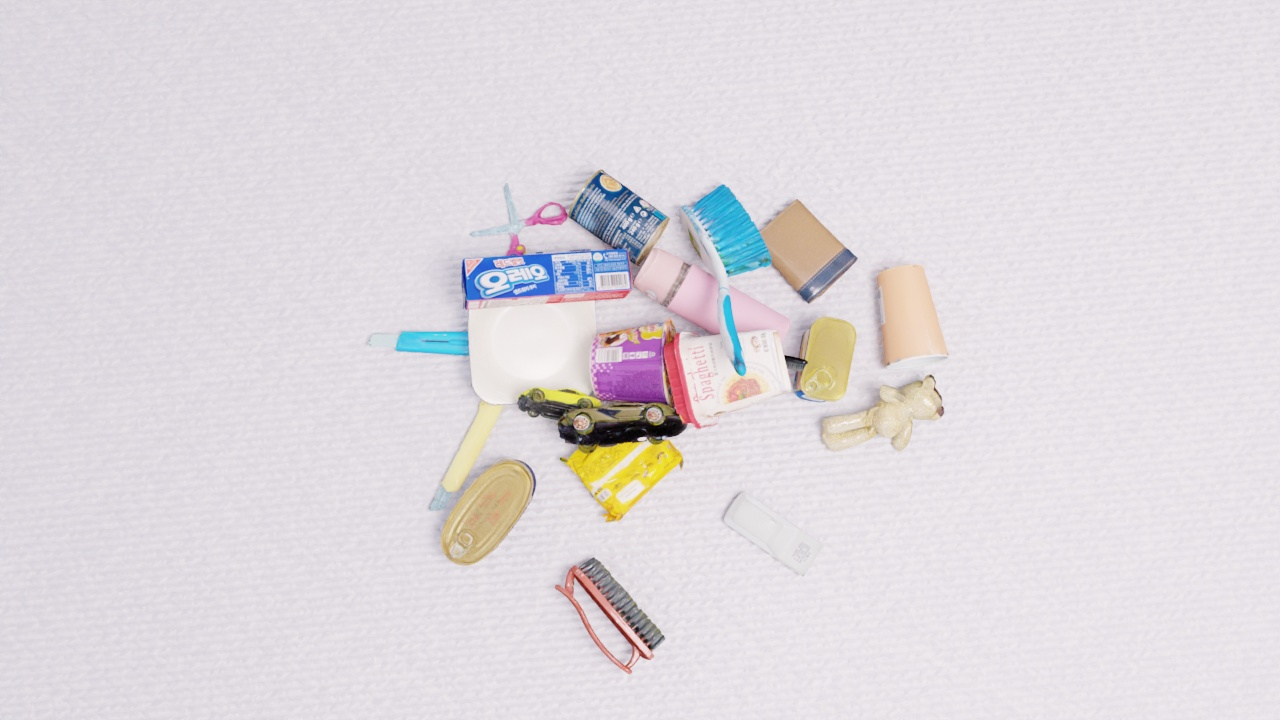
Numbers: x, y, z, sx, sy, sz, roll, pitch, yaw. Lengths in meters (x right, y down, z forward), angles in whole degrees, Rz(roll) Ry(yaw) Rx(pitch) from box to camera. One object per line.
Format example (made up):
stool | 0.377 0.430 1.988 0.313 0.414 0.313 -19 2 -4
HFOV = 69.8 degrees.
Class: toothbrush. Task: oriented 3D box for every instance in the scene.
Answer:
toothbrush | 0.120 -0.007 1.149 0.189 0.014 0.017 9 103 30

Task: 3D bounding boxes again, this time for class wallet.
wallet | 0.212 -0.142 1.191 0.090 0.033 0.115 -43 85 -6

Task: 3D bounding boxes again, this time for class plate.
plate | -0.137 -0.026 1.172 0.164 0.034 0.163 -2 86 -11

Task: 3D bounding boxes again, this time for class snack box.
snack box | -0.117 -0.100 1.134 0.207 0.058 0.057 -5 84 -13

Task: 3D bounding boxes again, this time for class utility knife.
utility knife | -0.221 0.114 1.178 0.031 0.019 0.183 27 80 7
utility knife | -0.264 -0.023 1.191 0.182 0.018 0.034 1 87 1

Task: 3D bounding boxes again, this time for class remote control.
remote control | 0.167 0.218 1.163 0.125 0.024 0.049 34 86 3

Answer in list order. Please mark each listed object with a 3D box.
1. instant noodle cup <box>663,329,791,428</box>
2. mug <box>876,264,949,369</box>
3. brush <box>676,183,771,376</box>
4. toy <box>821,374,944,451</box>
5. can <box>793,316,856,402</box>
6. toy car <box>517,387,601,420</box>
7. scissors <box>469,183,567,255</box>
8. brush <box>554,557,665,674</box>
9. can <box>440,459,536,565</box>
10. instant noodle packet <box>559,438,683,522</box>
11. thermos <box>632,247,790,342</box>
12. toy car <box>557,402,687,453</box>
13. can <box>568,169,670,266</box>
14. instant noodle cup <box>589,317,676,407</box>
instant noodle cup | 0.106 0.014 1.091 0.124 0.116 0.116 -14 85 20
mug | 0.339 -0.055 1.163 0.078 0.078 0.122 -8 79 0
brush | 0.109 -0.102 1.091 0.109 0.061 0.314 -20 45 -5
toy | 0.304 0.070 1.161 0.157 0.066 0.105 -21 117 3
can | 0.229 0.002 1.151 0.057 0.083 0.102 11 85 2
toy car | -0.099 0.053 1.136 0.105 0.048 0.032 10 58 -10
scissors | -0.159 -0.172 1.207 0.134 0.017 0.133 -13 81 3
brush | -0.040 0.314 1.136 0.069 0.063 0.146 -40 84 -16
can | -0.190 0.189 1.156 0.074 0.049 0.148 36 86 4
instant noodle packet | -0.022 0.129 1.163 0.128 0.044 0.111 -39 79 -6
thermos | 0.085 -0.069 1.166 0.198 0.087 0.067 28 71 -4
toy car | -0.022 0.078 1.116 0.158 0.070 0.042 -4 61 -2
can | -0.026 -0.182 1.175 0.111 0.075 0.075 36 86 3
instant noodle cup | -0.007 0.007 1.145 0.099 0.111 0.111 -3 84 14
